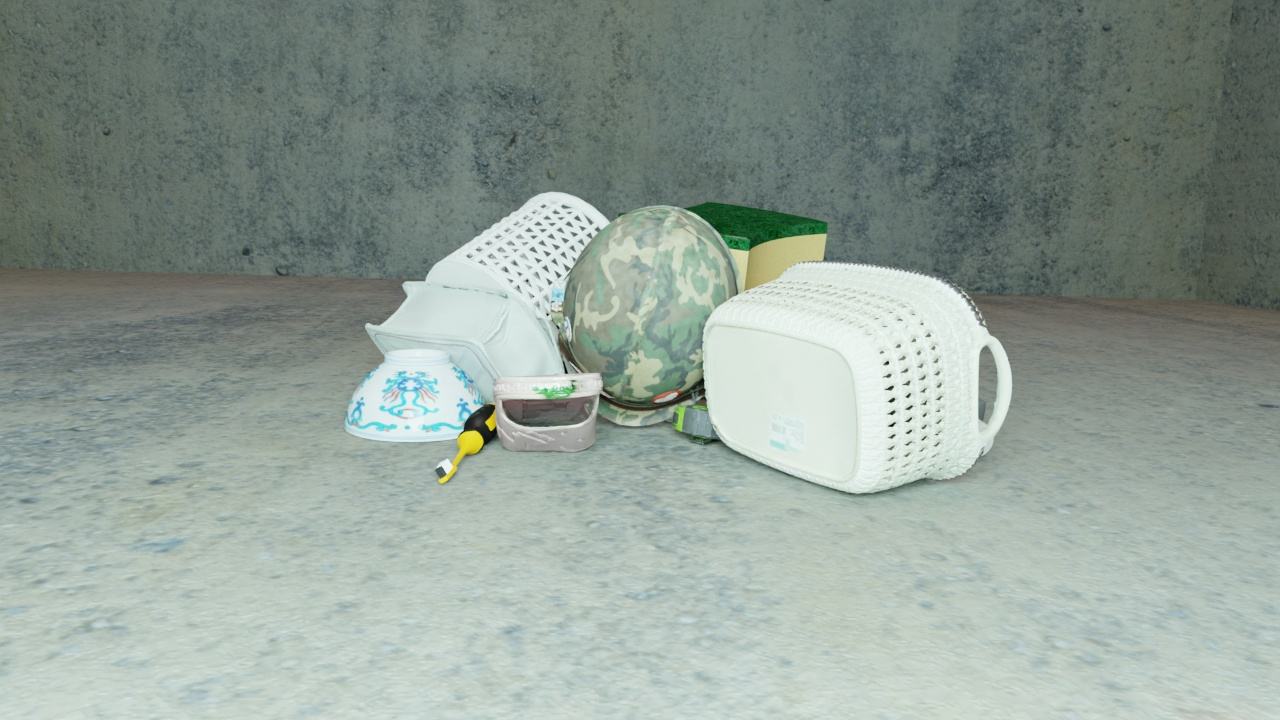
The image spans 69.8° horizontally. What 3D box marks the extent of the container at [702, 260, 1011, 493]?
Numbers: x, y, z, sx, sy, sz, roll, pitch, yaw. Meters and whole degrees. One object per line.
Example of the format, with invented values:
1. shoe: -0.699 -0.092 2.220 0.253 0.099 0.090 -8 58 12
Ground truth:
1. container: 0.167 0.016 0.795 0.143 0.185 0.252 -18 20 -32

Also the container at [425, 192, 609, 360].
1. container: -0.136 -0.085 1.138 0.190 0.189 0.186 8 37 36

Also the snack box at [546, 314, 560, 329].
1. snack box: -0.062 -0.019 1.254 0.080 0.025 0.147 -7 36 -45

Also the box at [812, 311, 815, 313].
1. box: 0.140 -0.021 1.155 0.157 0.136 0.117 2 22 -5

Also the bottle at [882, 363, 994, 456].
1. bottle: 0.301 0.051 0.942 0.083 0.046 0.174 4 16 -12

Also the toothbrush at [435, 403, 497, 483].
1. toothbrush: -0.153 0.073 0.827 0.031 0.031 0.196 -28 10 9

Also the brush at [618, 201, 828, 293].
1. brush: 0.110 -0.152 1.221 0.195 0.075 0.249 17 22 33

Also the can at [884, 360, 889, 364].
1. can: 0.272 0.025 1.125 0.054 0.054 0.137 8 11 37

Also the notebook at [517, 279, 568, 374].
1. notebook: -0.130 -0.049 1.321 0.169 0.019 0.231 22 24 2

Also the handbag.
1. handbag: -0.191 -0.012 1.028 0.199 0.142 0.096 8 53 35

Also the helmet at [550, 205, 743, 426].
1. helmet: 0.008 -0.046 0.935 0.193 0.224 0.236 16 12 3

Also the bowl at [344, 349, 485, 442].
1. bowl: -0.226 0.029 0.930 0.144 0.074 0.144 2 9 0

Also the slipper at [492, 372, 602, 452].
1. slipper: -0.088 0.054 0.851 0.094 0.064 0.239 -2 -8 -8

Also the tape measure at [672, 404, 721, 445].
1. tape measure: 0.065 0.064 0.900 0.058 0.036 0.066 7 1 -32

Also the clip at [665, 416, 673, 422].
1. clip: 0.025 0.046 1.026 0.054 0.040 0.102 -20 20 -33
